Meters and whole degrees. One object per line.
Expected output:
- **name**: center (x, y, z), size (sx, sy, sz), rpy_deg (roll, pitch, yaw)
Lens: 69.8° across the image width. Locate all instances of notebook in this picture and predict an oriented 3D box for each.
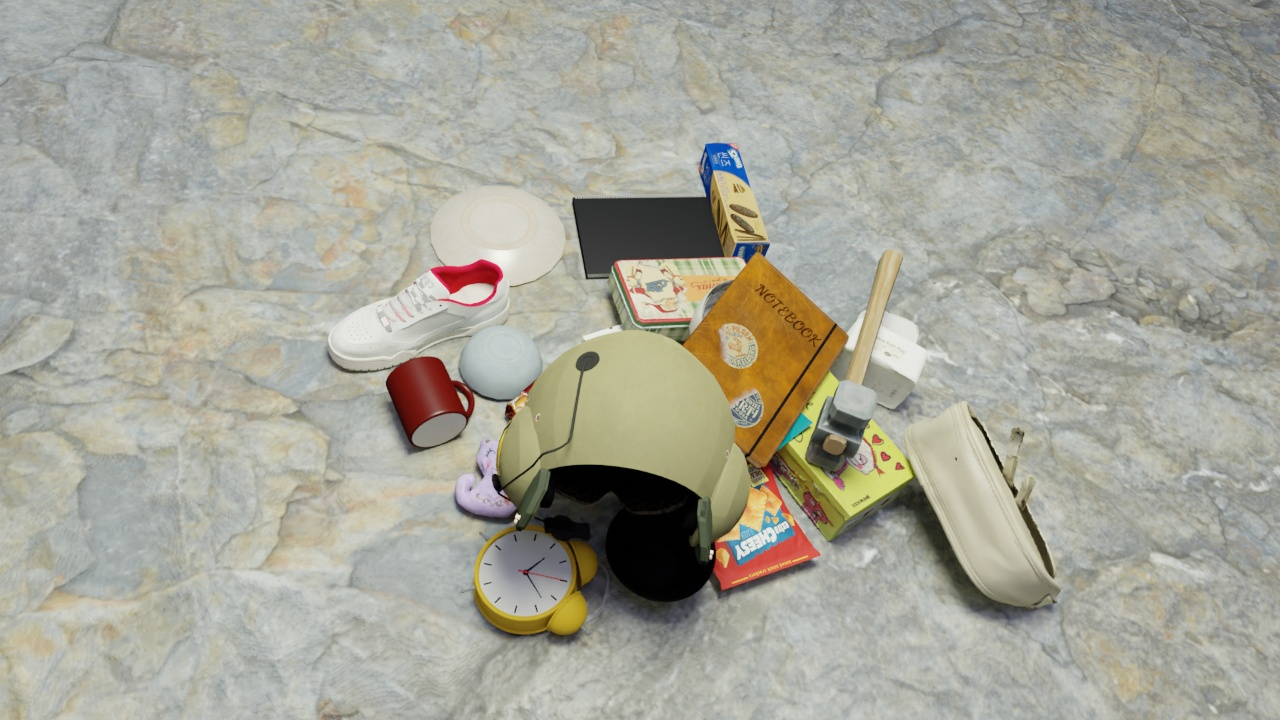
- **notebook**: center (0.144, 0.006, 1.107), size (0.178, 0.014, 0.248), rpy_deg (42, 59, -5)
- **notebook**: center (0.012, -0.184, 1.335), size (0.206, 0.016, 0.148), rpy_deg (-3, 58, -13)

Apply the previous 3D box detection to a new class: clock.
- **clock**: center (-0.111, 0.239, 0.998), size (0.152, 0.052, 0.113), rpy_deg (12, 54, 1)

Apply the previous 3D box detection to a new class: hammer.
- **hammer**: center (0.273, -0.019, 1.117), size (0.051, 0.117, 0.321), rpy_deg (22, 53, 7)

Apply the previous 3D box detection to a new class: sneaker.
- **sneaker**: center (-0.275, -0.069, 1.144), size (0.236, 0.104, 0.090), rpy_deg (-17, 61, -21)

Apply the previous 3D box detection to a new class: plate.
- **plate**: center (-0.199, -0.185, 1.286), size (0.188, 0.027, 0.188), rpy_deg (5, 55, -8)

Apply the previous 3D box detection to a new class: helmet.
- **helmet**: center (-0.015, 0.090, 0.929), size (0.250, 0.256, 0.232), rpy_deg (11, 59, -4)

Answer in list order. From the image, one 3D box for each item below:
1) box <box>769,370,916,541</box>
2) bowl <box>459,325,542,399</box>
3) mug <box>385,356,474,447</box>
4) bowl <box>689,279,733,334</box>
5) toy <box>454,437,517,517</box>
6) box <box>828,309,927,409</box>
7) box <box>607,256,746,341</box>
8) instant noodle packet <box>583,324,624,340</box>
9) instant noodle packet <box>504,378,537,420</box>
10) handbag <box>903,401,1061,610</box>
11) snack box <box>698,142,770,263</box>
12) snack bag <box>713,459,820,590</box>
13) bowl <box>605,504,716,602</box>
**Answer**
- **box**: center (0.219, 0.098, 1.142), size (0.124, 0.082, 0.221), rpy_deg (-23, 64, -24)
- **bowl**: center (-0.173, -0.005, 1.155), size (0.106, 0.039, 0.106), rpy_deg (8, 52, -10)
- **mug**: center (-0.241, 0.050, 1.097), size (0.105, 0.073, 0.082), rpy_deg (2, 49, -47)
- **bowl**: center (0.114, -0.039, 1.165), size (0.116, 0.066, 0.116), rpy_deg (6, 74, -23)
- **toy**: center (-0.172, 0.134, 1.066), size (0.080, 0.037, 0.099), rpy_deg (9, 56, -5)
- **box**: center (0.329, -0.022, 1.230), size (0.110, 0.103, 0.129), rpy_deg (30, 65, 9)
- **box**: center (0.064, -0.085, 1.240), size (0.205, 0.050, 0.117), rpy_deg (-2, 57, -24)
- **instant noodle packet**: center (-0.007, 0.007, 1.192), size (0.087, 0.026, 0.134), rpy_deg (-19, 61, -22)
- **instant noodle packet**: center (-0.091, 0.073, 1.123), size (0.135, 0.040, 0.098), rpy_deg (40, 59, 17)
- **handbag**: center (0.430, 0.163, 1.084), size (0.184, 0.132, 0.228), rpy_deg (28, 43, -44)
- **snack box**: center (0.136, -0.235, 1.370), size (0.057, 0.056, 0.206), rpy_deg (-4, 57, -13)
- **snack bag**: center (0.123, 0.187, 1.086), size (0.130, 0.039, 0.144), rpy_deg (-14, 60, -20)
- **bowl**: center (0.018, 0.221, 1.033), size (0.124, 0.053, 0.123), rpy_deg (5, 55, -8)
